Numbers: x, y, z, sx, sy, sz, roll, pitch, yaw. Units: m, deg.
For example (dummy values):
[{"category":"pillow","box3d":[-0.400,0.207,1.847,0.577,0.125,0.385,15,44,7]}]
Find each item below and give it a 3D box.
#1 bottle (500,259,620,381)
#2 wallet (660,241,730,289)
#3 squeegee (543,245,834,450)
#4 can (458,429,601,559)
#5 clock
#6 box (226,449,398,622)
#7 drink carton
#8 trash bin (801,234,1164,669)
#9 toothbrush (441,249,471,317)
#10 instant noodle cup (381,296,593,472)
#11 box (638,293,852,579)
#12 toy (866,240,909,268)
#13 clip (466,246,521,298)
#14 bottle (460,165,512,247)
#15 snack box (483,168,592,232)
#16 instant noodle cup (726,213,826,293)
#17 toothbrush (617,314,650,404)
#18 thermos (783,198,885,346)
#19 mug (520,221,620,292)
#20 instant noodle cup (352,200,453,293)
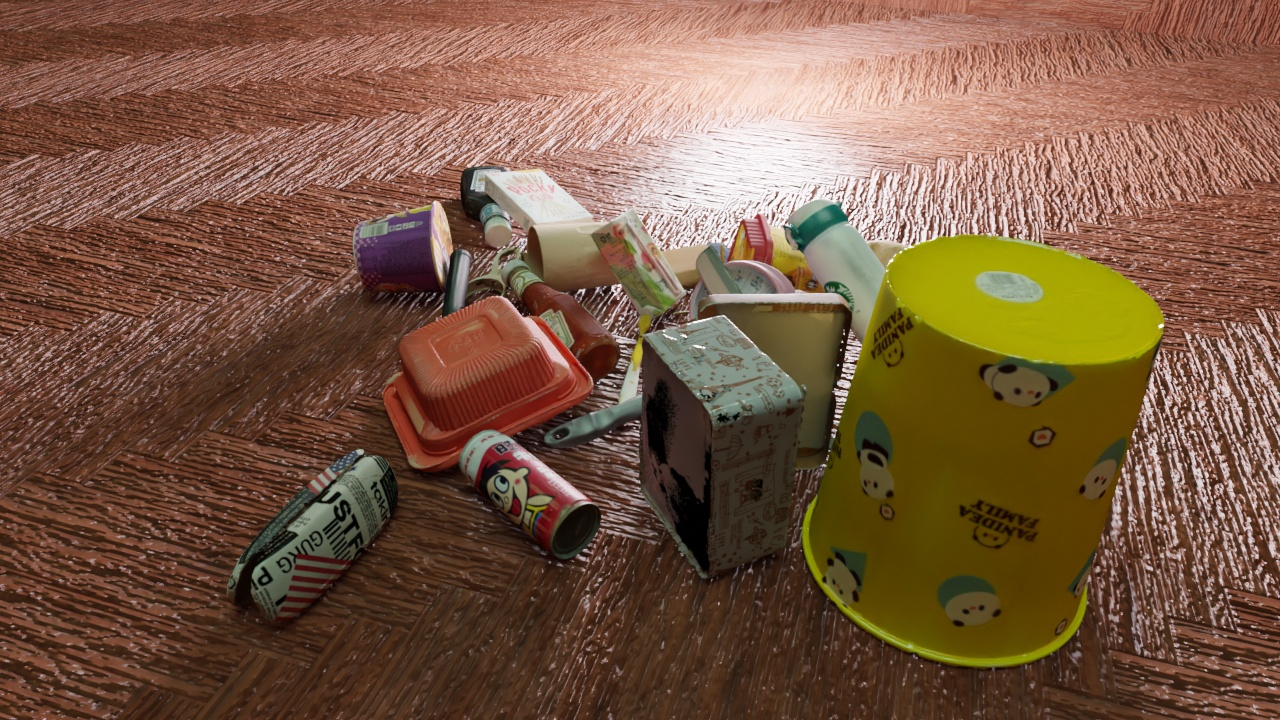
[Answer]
[{"category":"bottle","box3d":[-0.096,-0.052,1.012,0.059,0.060,0.206,-17,41,-28]},{"category":"wallet","box3d":[0.064,-0.118,1.158,0.115,0.033,0.090,-10,33,-18]},{"category":"squeegee","box3d":[0.020,0.034,0.897,0.249,0.040,0.247,-23,69,-15]},{"category":"can","box3d":[-0.096,0.110,0.777,0.053,0.053,0.133,-26,43,-36]},{"category":"clock","box3d":[0.121,-0.040,0.964,0.158,0.117,0.059,37,7,17]},{"category":"box","box3d":[-0.265,0.129,0.727,0.081,0.075,0.163,7,35,24]},{"category":"drink carton","box3d":[0.000,-0.111,1.065,0.046,0.122,0.053,-26,9,42]},{"category":"trash bin","box3d":[0.254,0.059,0.697,0.229,0.256,0.229,1,34,-1]},{"category":"toothbrush","box3d":[-0.209,-0.054,1.027,0.027,0.026,0.212,-6,42,0]},{"category":"instant noodle cup","box3d":[-0.158,0.011,0.880,0.188,0.079,0.164,-28,39,-15]},{"category":"box","box3d":[0.105,0.051,0.771,0.192,0.183,0.156,-14,37,-19]},{"category":"toy","box3d":[0.310,-0.092,1.055,0.226,0.083,0.143,31,18,11]},{"category":"clip","box3d":[-0.168,-0.101,1.116,0.061,0.034,0.096,14,40,15]},{"category":"bottle","box3d":[-0.207,-0.216,1.279,0.079,0.044,0.194,-6,35,-12]},{"category":"snack box","box3d":[-0.138,-0.211,1.225,0.084,0.027,0.157,-13,40,-31]},{"category":"instant noodle cup","box3d":[0.168,-0.096,1.069,0.123,0.116,0.115,11,33,-9]},{"category":"toothbrush","box3d":[-0.006,0.006,0.981,0.016,0.018,0.190,8,36,3]},{"category":"thermos","box3d":[0.233,-0.071,0.970,0.073,0.073,0.224,-21,71,-31]},{"category":"mug","box3d":[-0.085,-0.127,1.131,0.103,0.084,0.125,-8,8,-18]},{"category":"instant noodle cup","box3d":[-0.280,-0.127,1.089,0.099,0.112,0.111,-8,33,2]}]
